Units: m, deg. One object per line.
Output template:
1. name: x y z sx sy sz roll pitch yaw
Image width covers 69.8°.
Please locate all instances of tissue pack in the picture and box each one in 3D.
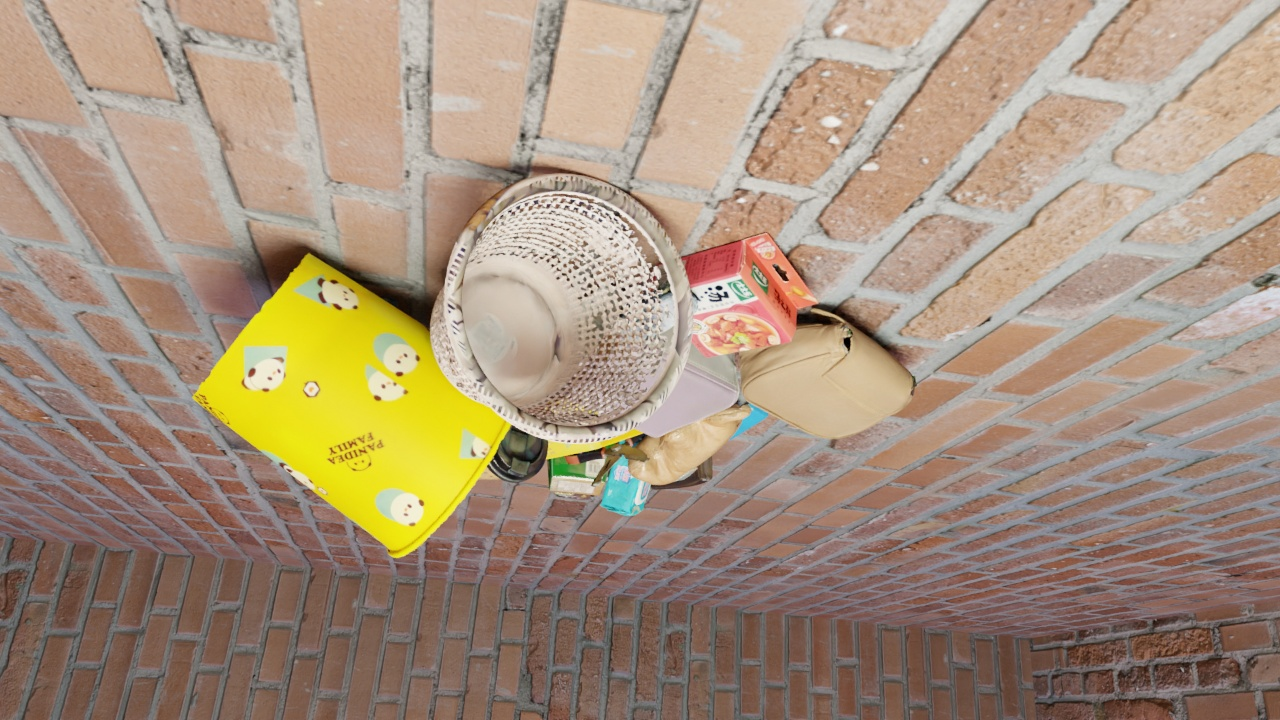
1. tissue pack: -0.009 0.162 1.360 0.050 0.133 0.093 17 -176 16

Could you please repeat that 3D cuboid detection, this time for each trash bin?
1. trash bin: -0.293 0.038 0.952 0.255 0.229 0.230 39 145 -18
2. trash bin: -0.096 -0.035 0.841 0.227 0.227 0.192 16 167 -27

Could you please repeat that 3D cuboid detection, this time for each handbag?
1. handbag: 0.206 0.014 1.029 0.148 0.099 0.204 -22 147 33
2. handbag: -0.006 0.006 1.028 0.197 0.098 0.145 25 135 -38

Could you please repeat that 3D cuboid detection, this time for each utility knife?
1. utility knife: 0.136 0.096 1.330 0.034 0.018 0.188 21 155 -10

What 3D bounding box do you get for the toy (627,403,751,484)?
1. toy: 0.079 0.096 1.238 0.143 0.082 0.227 -26 168 -47

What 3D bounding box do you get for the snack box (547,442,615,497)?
1. snack box: -0.089 0.138 1.356 0.118 0.105 0.118 6 157 -6

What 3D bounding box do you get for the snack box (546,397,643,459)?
1. snack box: -0.088 0.080 1.186 0.211 0.070 0.157 -16 179 38

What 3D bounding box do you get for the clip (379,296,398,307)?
1. clip: -0.293 -0.056 1.046 0.024 0.026 0.056 10 144 -21

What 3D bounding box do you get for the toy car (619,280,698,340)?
1. toy car: 0.015 -0.045 0.885 0.043 0.034 0.091 39 140 -26

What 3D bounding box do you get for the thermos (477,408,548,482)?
1. thermos: -0.179 0.107 1.105 0.093 0.093 0.144 22 154 -36

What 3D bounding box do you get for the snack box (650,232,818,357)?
1. snack box: 0.093 -0.060 0.904 0.127 0.044 0.113 -12 139 35

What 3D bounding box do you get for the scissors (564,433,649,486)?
1. scissors: -0.031 0.115 1.225 0.188 0.015 0.227 -33 -165 -33

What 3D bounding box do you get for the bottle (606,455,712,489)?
1. bottle: 0.018 0.162 1.428 0.195 0.079 0.044 -10 167 32
